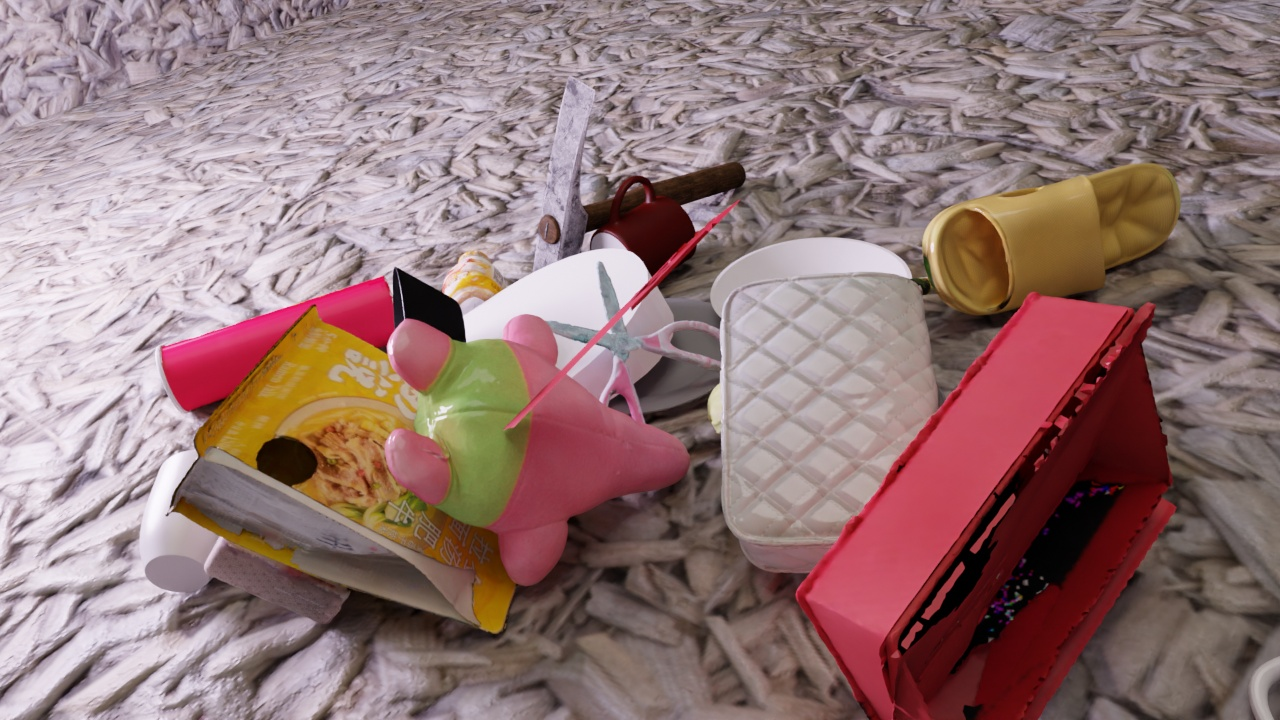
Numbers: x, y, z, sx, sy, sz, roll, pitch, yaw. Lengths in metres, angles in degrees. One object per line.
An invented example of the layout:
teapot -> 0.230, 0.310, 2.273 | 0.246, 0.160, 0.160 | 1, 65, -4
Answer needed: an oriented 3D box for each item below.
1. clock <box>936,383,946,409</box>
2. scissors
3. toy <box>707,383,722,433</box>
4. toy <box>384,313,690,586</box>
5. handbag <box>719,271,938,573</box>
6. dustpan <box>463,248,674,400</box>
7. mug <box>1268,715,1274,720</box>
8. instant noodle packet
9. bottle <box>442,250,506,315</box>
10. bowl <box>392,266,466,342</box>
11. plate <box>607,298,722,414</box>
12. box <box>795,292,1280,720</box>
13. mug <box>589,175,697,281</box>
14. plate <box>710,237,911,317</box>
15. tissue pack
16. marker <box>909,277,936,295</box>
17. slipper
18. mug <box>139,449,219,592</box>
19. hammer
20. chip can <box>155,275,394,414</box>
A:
clock -> 0.173, 0.021, 0.677 | 0.104, 0.056, 0.147 | -1, 46, 28
scissors -> 0.004, -0.003, 0.728 | 0.175, 0.013, 0.170 | -9, 74, -23
toy -> 0.100, 0.003, 0.706 | 0.135, 0.045, 0.091 | -47, 10, -2
toy -> -0.066, 0.054, 0.622 | 0.097, 0.236, 0.191 | -26, 57, 48
handbag -> 0.124, 0.039, 0.594 | 0.139, 0.072, 0.194 | -3, 62, 11
dustpan -> -0.096, 0.001, 0.812 | 0.258, 0.053, 0.191 | -33, 35, 0
mug -> 0.348, 0.155, 0.426 | 0.111, 0.074, 0.090 | -35, 31, 13
instant noodle packet -> -0.171, 0.077, 0.627 | 0.221, 0.084, 0.162 | 29, 32, -11
bottle -> -0.168, -0.073, 0.929 | 0.063, 0.063, 0.108 | -14, 33, -2
bowl -> -0.179, -0.020, 0.785 | 0.052, 0.124, 0.124 | -5, 31, -19
plate -> 0.007, -0.004, 0.814 | 0.178, 0.012, 0.178 | -9, 33, 6
box -> 0.265, 0.152, 0.404 | 0.374, 0.148, 0.212 | 38, 69, 19
mug -> -0.001, -0.130, 0.920 | 0.082, 0.106, 0.073 | -35, 32, -30
plate -> 0.152, -0.052, 0.818 | 0.174, 0.036, 0.173 | -9, 33, 6
tissue pack -> -0.245, 0.100, 0.674 | 0.104, 0.071, 0.181 | 29, 33, -19
marker -> 0.268, -0.066, 0.780 | 0.146, 0.017, 0.017 | -8, 29, -28
slipper -> 0.360, -0.102, 0.764 | 0.263, 0.099, 0.078 | -18, 17, -18
mug -> -0.316, 0.126, 0.688 | 0.107, 0.071, 0.089 | 8, 37, -15
hammer -> 0.019, -0.204, 0.970 | 0.299, 0.218, 0.037 | -24, 51, -40
chip can -> -0.346, -0.017, 0.898 | 0.220, 0.069, 0.069 | -20, 34, -12
